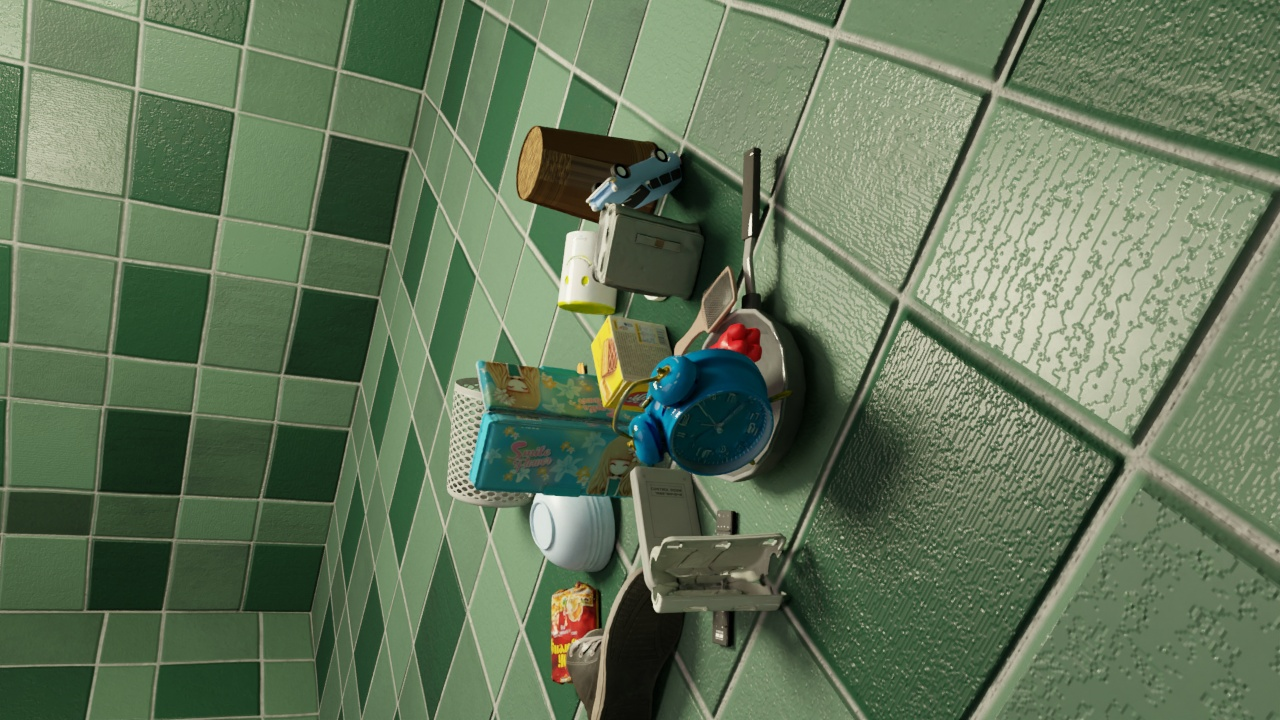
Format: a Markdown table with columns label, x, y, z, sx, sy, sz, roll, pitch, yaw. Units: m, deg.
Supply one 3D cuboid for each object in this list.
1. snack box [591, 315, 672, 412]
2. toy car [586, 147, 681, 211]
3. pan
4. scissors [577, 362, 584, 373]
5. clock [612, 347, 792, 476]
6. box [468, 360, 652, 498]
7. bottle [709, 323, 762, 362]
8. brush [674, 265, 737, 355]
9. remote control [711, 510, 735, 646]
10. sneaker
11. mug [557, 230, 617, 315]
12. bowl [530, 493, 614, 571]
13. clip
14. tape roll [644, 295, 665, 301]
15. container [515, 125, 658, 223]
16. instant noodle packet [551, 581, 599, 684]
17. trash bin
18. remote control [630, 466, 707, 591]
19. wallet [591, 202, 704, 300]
| label | x | y | z | sx | sy | sz | roll | pitch | yaw |
| --- | --- | --- | --- | --- | --- | --- | --- | --- | --- |
| snack box | -0.007 | 0.007 | 1.147 | 0.061 | 0.083 | 0.105 | -56 | 36 | 41 |
| toy car | -0.003 | -0.223 | 1.156 | 0.056 | 0.153 | 0.055 | -36 | 88 | 45 |
| pan | 0.117 | -0.051 | 0.960 | 0.179 | 0.041 | 0.357 | -17 | 68 | 61 |
| scissors | -0.089 | 0.062 | 1.377 | 0.065 | 0.013 | 0.128 | -21 | 66 | 60 |
| clock | 0.050 | 0.049 | 0.841 | 0.060 | 0.161 | 0.117 | -114 | 37 | -51 |
| box | -0.091 | 0.084 | 1.132 | 0.084 | 0.227 | 0.171 | -23 | 63 | 59 |
| bottle | 0.075 | 0.011 | 0.931 | 0.142 | 0.042 | 0.041 | -46 | 43 | 50 |
| brush | 0.065 | -0.045 | 1.000 | 0.136 | 0.015 | 0.049 | 127 | 147 | -45 |
| remote control | 0.089 | 0.230 | 0.977 | 0.030 | 0.009 | 0.140 | -15 | 70 | 62 |
| sneaker | -0.023 | 0.331 | 1.092 | 0.120 | 0.095 | 0.235 | -137 | 52 | -59 |
| mug | -0.072 | -0.124 | 1.316 | 0.083 | 0.082 | 0.106 | -6 | 77 | 63 |
| bowl | -0.105 | 0.222 | 1.264 | 0.151 | 0.074 | 0.150 | 11 | 103 | 56 |
| clip | 0.069 | 0.225 | 0.897 | 0.152 | 0.126 | 0.104 | 106 | 163 | -45 |
| tape roll | 0.026 | -0.124 | 1.197 | 0.093 | 0.013 | 0.093 | -25 | 61 | 59 |
| container | -0.074 | -0.254 | 1.259 | 0.132 | 0.167 | 0.132 | -28 | 59 | 59 |
| instant noodle packet | -0.091 | 0.378 | 1.269 | 0.099 | 0.039 | 0.135 | -28 | 58 | 51 |
| trash bin | -0.234 | 0.133 | 1.496 | 0.156 | 0.156 | 0.183 | 23 | 106 | 63 |
| remote control | 0.032 | 0.192 | 1.029 | 0.019 | 0.074 | 0.150 | -49 | 41 | 48 |
| wallet | 0.008 | -0.130 | 1.102 | 0.054 | 0.131 | 0.100 | 6 | 89 | 60 |
